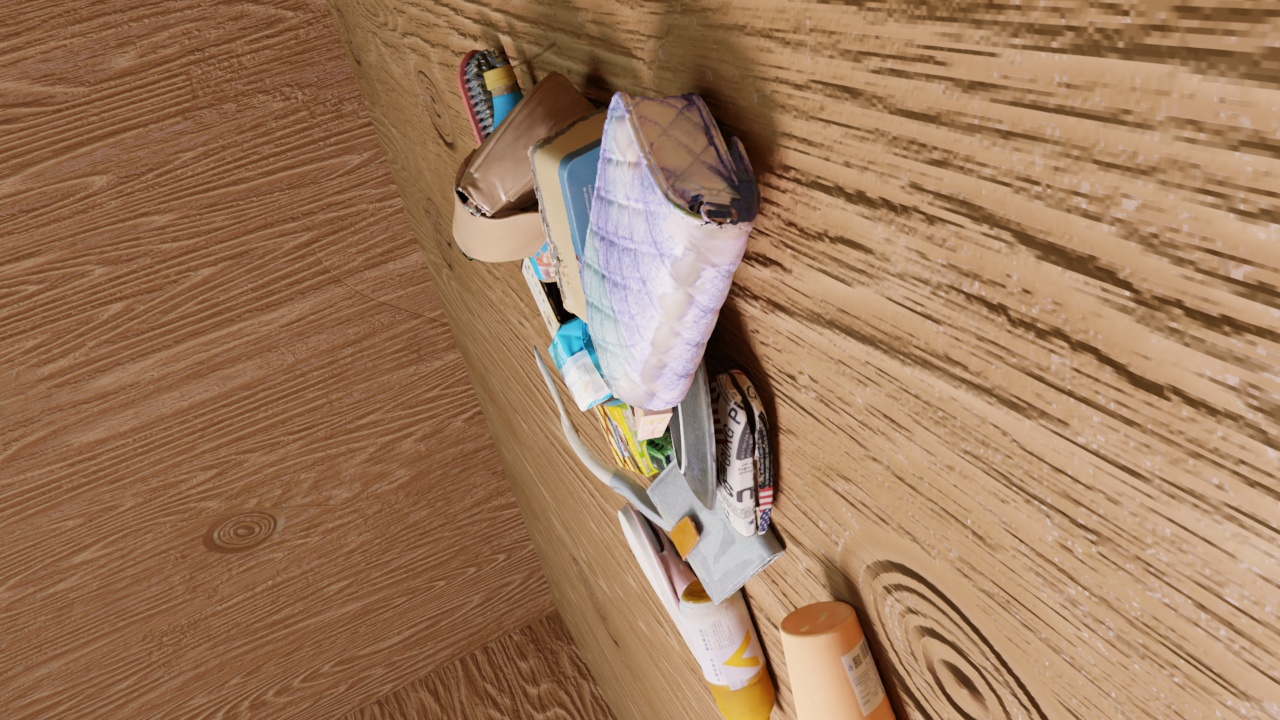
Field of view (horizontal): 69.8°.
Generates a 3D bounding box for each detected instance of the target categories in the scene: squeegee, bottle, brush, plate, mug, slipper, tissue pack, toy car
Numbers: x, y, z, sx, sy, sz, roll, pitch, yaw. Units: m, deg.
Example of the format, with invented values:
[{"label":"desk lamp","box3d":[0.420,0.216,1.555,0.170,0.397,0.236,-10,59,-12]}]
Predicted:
[{"label":"squeegee","box3d":[-0.031,0.125,1.051,0.246,0.039,0.247,43,166,24]},{"label":"bottle","box3d":[0.099,0.323,0.982,0.189,0.068,0.068,70,165,-13]},{"label":"brush","box3d":[-0.160,-0.266,1.004,0.069,0.063,0.146,-5,107,61]},{"label":"plate","box3d":[0.036,0.034,0.739,0.179,0.024,0.179,168,95,-88]},{"label":"mug","box3d":[0.150,0.251,0.696,0.078,0.078,0.123,-173,66,-73]},{"label":"bottle","box3d":[-0.111,-0.191,0.942,0.065,0.065,0.219,32,143,65]},{"label":"slipper","box3d":[0.044,0.273,1.120,0.114,0.054,0.274,48,165,57]},{"label":"tissue pack","box3d":[-0.056,0.000,1.046,0.090,0.063,0.140,61,167,4]},{"label":"toy car","box3d":[0.026,0.095,0.961,0.043,0.036,0.091,68,169,-12]}]

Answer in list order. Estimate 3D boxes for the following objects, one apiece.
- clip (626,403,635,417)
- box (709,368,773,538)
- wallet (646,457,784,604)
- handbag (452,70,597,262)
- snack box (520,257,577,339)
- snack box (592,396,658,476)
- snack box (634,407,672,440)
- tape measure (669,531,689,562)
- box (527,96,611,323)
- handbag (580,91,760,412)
[{"label":"clip","box3d":[-0.005,0.005,0.937,0.092,0.035,0.103,152,102,-79]},{"label":"box","box3d":[0.074,0.078,0.726,0.070,0.057,0.164,-92,-6,-50]},{"label":"wallet","box3d":[0.062,0.145,0.834,0.107,0.036,0.129,-51,59,38]},{"label":"handbag","box3d":[-0.097,-0.155,0.802,0.100,0.147,0.205,42,168,-4]},{"label":"snack box","box3d":[-0.104,-0.087,1.099,0.113,0.053,0.126,65,165,7]},{"label":"snack box","box3d":[-0.014,0.087,1.093,0.087,0.033,0.140,67,163,-6]},{"label":"snack box","box3d":[0.007,0.017,0.783,0.157,0.026,0.084,94,170,-79]},{"label":"tape measure","box3d":[0.050,0.202,1.056,0.054,0.025,0.058,57,162,28]},{"label":"box","box3d":[-0.028,-0.112,0.722,0.060,0.089,0.184,39,153,38]},{"label":"handbag","box3d":[0.014,-0.072,0.606,0.194,0.075,0.134,107,152,-53]}]
